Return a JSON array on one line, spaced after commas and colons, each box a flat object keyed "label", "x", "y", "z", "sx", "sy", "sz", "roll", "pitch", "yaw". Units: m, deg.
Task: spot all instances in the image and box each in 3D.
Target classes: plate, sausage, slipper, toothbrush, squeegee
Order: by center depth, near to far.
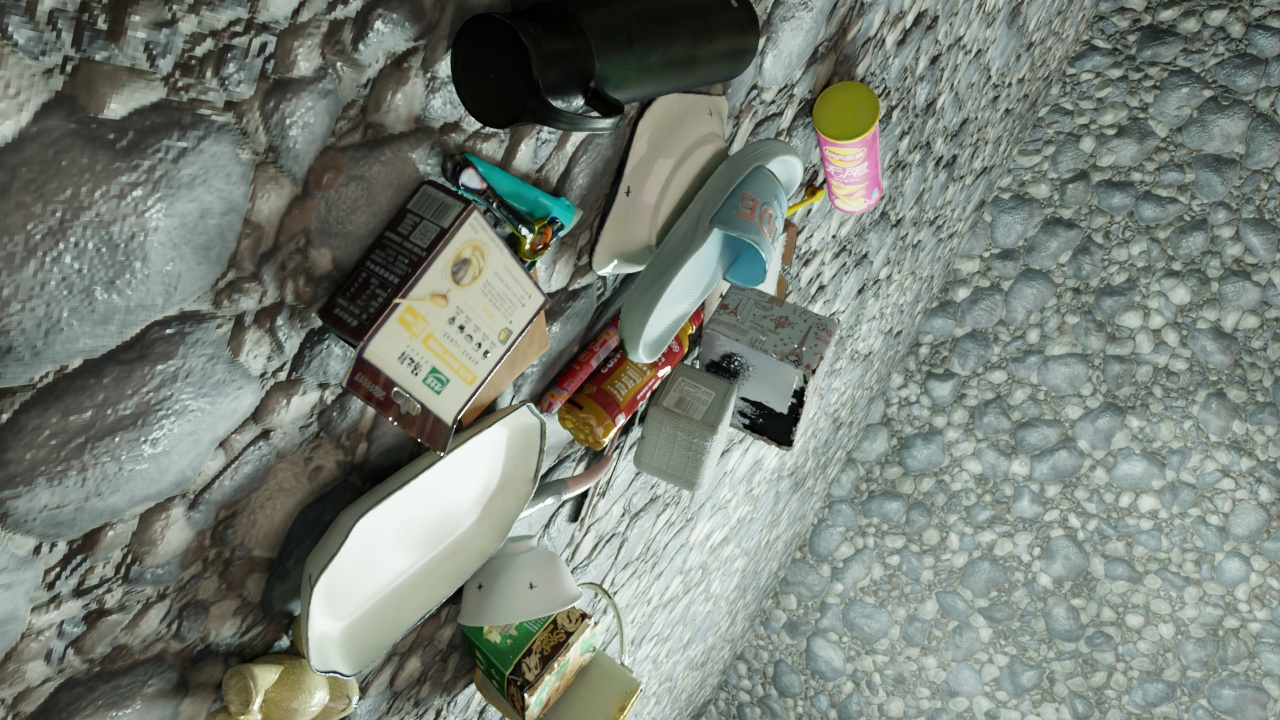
[{"label": "plate", "x": -0.160, "y": 0.124, "z": 0.693, "sx": 0.264, "sy": 0.034, "sz": 0.162, "roll": -38, "pitch": 148, "yaw": -51}, {"label": "plate", "x": 0.031, "y": -0.143, "z": 0.779, "sx": 0.163, "sy": 0.034, "sz": 0.164, "roll": -25, "pitch": 141, "yaw": -57}, {"label": "slipper", "x": 0.071, "y": -0.092, "z": 0.788, "sx": 0.245, "sy": 0.074, "sz": 0.104, "roll": -51, "pitch": 157, "yaw": -16}, {"label": "sausage", "x": -0.042, "y": -0.004, "z": 0.825, "sx": 0.155, "sy": 0.020, "sz": 0.020, "roll": -48, "pitch": 157, "yaw": -26}, {"label": "squeegee", "x": -0.078, "y": 0.119, "z": 0.891, "sx": 0.248, "sy": 0.040, "sz": 0.248, "roll": -24, "pitch": 140, "yaw": -55}, {"label": "toothbrush", "x": 0.167, "y": -0.175, "z": 1.070, "sx": 0.189, "sy": 0.016, "sz": 0.016, "roll": -33, "pitch": 148, "yaw": -46}]

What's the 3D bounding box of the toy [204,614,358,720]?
[{"label": "toy", "x": -0.243, "y": 0.229, "z": 0.627, "sx": 0.157, "sy": 0.066, "sz": 0.105, "roll": 64, "pitch": 43, "yaw": -75}]

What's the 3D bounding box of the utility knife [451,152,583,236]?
[{"label": "utility knife", "x": -0.081, "y": -0.108, "z": 0.607, "sx": 0.029, "sy": 0.013, "sz": 0.157, "roll": -63, "pitch": 156, "yaw": 6}]

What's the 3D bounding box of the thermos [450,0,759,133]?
[{"label": "thermos", "x": -0.004, "y": -0.184, "z": 0.568, "sx": 0.241, "sy": 0.090, "sz": 0.069, "roll": -34, "pitch": 165, "yaw": -48}]

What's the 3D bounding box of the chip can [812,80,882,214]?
[{"label": "chip can", "x": 0.247, "y": -0.242, "z": 1.077, "sx": 0.071, "sy": 0.071, "sz": 0.210, "roll": -57, "pitch": 160, "yaw": -3}]

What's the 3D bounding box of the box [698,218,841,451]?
[{"label": "box", "x": 0.151, "y": -0.036, "z": 1.048, "sx": 0.192, "sy": 0.156, "sz": 0.183, "roll": -55, "pitch": 162, "yaw": -28}]

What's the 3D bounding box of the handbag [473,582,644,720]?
[{"label": "handbag", "x": -0.074, "y": 0.342, "z": 1.028, "sx": 0.178, "sy": 0.163, "sz": 0.063, "roll": -49, "pitch": 159, "yaw": -25}]

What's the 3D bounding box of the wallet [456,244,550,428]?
[{"label": "wallet", "x": -0.107, "y": -0.019, "z": 0.663, "sx": 0.101, "sy": 0.020, "sz": 0.115, "roll": -47, "pitch": 154, "yaw": -31}]

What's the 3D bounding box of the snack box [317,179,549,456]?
[{"label": "snack box", "x": -0.123, "y": -0.023, "z": 0.552, "sx": 0.125, "sy": 0.053, "sz": 0.113, "roll": -53, "pitch": 149, "yaw": -11}]

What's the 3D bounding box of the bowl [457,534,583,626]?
[{"label": "bowl", "x": -0.116, "y": 0.199, "z": 0.855, "sx": 0.118, "sy": 0.118, "sz": 0.064, "roll": -5, "pitch": 87, "yaw": -65}]

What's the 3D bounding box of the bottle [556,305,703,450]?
[{"label": "bottle", "x": -0.005, "y": 0.005, "z": 0.868, "sx": 0.174, "sy": 0.057, "sz": 0.058, "roll": -48, "pitch": 157, "yaw": -26}]

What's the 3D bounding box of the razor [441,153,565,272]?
[{"label": "razor", "x": -0.083, "y": -0.093, "z": 0.578, "sx": 0.042, "sy": 0.022, "sz": 0.142, "roll": -53, "pitch": 157, "yaw": -1}]

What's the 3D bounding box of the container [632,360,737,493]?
[{"label": "container", "x": 0.051, "y": 0.070, "z": 1.009, "sx": 0.114, "sy": 0.090, "sz": 0.090, "roll": 100, "pitch": 14, "yaw": -52}]

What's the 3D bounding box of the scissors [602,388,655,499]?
[{"label": "scissors", "x": -0.003, "y": 0.060, "z": 0.964, "sx": 0.160, "sy": 0.014, "sz": 0.175, "roll": 100, "pitch": 13, "yaw": -63}]

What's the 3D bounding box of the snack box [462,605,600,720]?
[{"label": "snack box", "x": -0.117, "y": 0.292, "z": 0.946, "sx": 0.118, "sy": 0.105, "sz": 0.118, "roll": -44, "pitch": 157, "yaw": -31}]
